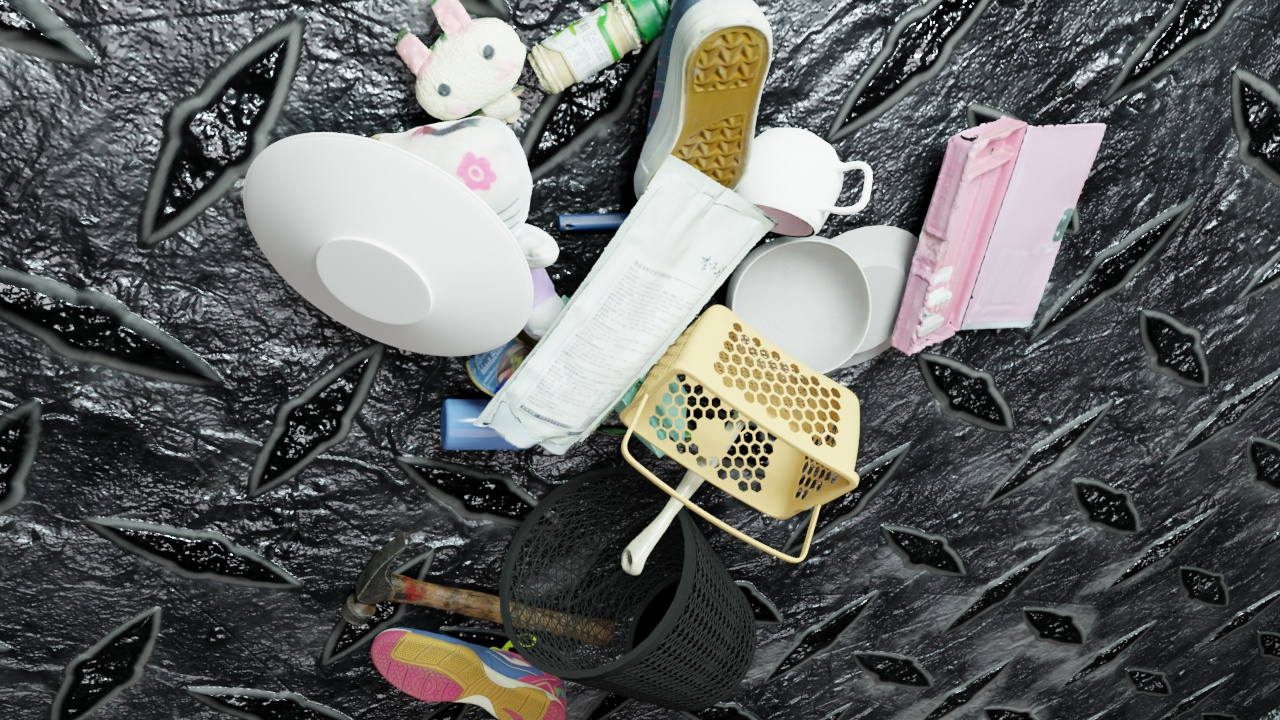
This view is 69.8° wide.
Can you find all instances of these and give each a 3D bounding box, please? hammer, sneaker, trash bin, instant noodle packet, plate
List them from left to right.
[{"bbox_3d":[-0.194,-0.068,0.689,0.229,0.030,0.230,11,143,9],"label":"plate"},{"bbox_3d":[-0.201,0.368,1.088,0.241,0.091,0.116,29,109,-13],"label":"sneaker"},{"bbox_3d":[-0.162,0.281,1.054,0.330,0.033,0.120,23,116,-33],"label":"hammer"},{"bbox_3d":[-0.016,-0.036,0.749,0.146,0.057,0.270,17,118,-50],"label":"instant noodle packet"},{"bbox_3d":[0.007,0.267,0.995,0.217,0.216,0.243,-33,137,8],"label":"trash bin"},{"bbox_3d":[0.044,-0.197,0.699,0.087,0.079,0.236,-5,156,-11],"label":"sneaker"},{"bbox_3d":[0.220,-0.054,0.926,0.172,0.019,0.173,-9,129,-12],"label":"plate"}]

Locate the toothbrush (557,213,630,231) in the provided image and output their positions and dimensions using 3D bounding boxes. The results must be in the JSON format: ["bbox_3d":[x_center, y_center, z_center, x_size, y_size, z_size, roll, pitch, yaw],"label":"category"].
[{"bbox_3d":[0.021,-0.121,0.806,0.189,0.017,0.016,-4,126,-16],"label":"toothbrush"}]

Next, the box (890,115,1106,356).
[{"bbox_3d":[0.338,-0.121,0.896,0.179,0.055,0.233,-12,130,-23],"label":"box"}]

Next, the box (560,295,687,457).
[{"bbox_3d":[-0.001,0.003,0.867,0.079,0.077,0.189,-39,131,-9],"label":"box"}]

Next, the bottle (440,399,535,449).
[{"bbox_3d":[-0.123,0.062,0.881,0.131,0.048,0.048,2,126,-20],"label":"bottle"}]

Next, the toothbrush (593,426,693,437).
[{"bbox_3d":[-0.014,0.075,0.952,0.187,0.014,0.017,4,138,-22],"label":"toothbrush"}]

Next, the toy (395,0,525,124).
[{"bbox_3d":[-0.124,-0.210,0.670,0.087,0.050,0.112,-34,125,9],"label":"toy"}]

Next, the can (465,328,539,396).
[{"bbox_3d":[-0.102,0.009,0.841,0.099,0.054,0.059,31,106,-34],"label":"can"}]

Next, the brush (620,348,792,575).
[{"bbox_3d":[0.065,0.092,0.891,0.077,0.062,0.271,39,74,-14],"label":"brush"}]

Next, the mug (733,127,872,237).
[{"bbox_3d":[0.136,-0.149,0.759,0.090,0.124,0.076,26,81,-50],"label":"mug"}]

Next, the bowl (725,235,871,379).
[{"bbox_3d":[0.143,-0.053,0.859,0.132,0.064,0.132,-1,105,-5],"label":"bowl"}]

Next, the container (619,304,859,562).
[{"bbox_3d":[0.081,0.069,0.788,0.183,0.166,0.130,33,143,-10],"label":"container"}]

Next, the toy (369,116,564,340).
[{"bbox_3d":[-0.129,-0.102,0.720,0.138,0.085,0.209,0,139,15],"label":"toy"}]

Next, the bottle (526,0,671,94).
[{"bbox_3d":[-0.029,-0.238,0.681,0.110,0.042,0.043,-28,131,6],"label":"bottle"}]
